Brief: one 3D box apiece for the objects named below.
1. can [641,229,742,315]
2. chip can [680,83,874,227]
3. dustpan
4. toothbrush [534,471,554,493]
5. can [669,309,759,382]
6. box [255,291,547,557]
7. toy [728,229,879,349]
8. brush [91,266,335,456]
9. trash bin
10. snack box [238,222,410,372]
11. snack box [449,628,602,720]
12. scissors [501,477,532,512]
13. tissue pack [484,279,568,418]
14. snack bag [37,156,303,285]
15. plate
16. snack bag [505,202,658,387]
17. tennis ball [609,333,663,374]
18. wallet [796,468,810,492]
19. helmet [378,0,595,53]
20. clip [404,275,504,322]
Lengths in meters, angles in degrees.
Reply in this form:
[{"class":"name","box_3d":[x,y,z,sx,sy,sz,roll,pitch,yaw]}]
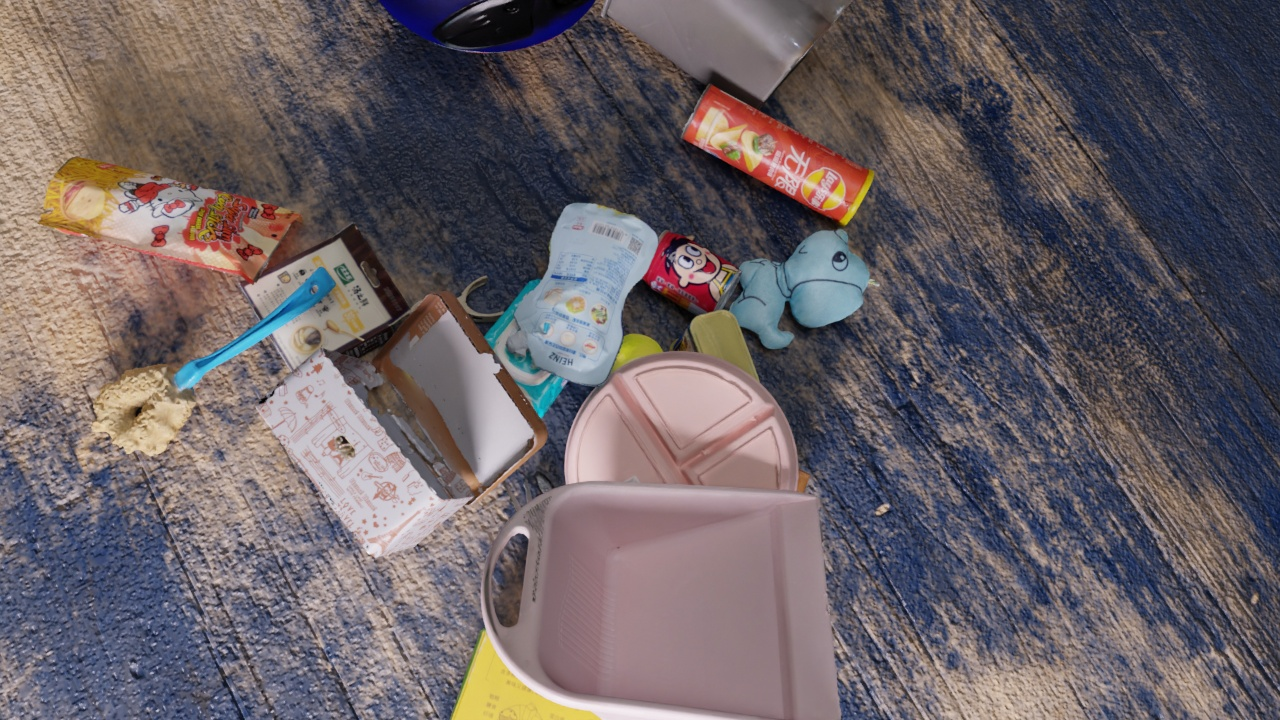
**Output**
[{"class":"can","box_3d":[0.052,-0.091,0.978,0.094,0.067,0.066,31,69,7]},{"class":"chip can","box_3d":[0.156,-0.234,1.045,0.216,0.073,0.073,29,69,-2]},{"class":"dustpan","box_3d":[0.018,0.192,0.760,0.274,0.139,0.222,-15,46,15]},{"class":"toothbrush","box_3d":[-0.052,0.188,0.898,0.014,0.017,0.189,-32,82,-9]},{"class":"can","box_3d":[0.076,0.007,0.945,0.057,0.083,0.102,-16,76,-16]},{"class":"box","box_3d":[-0.198,0.051,0.838,0.187,0.155,0.183,-40,83,1]},{"class":"toy","box_3d":[0.183,-0.081,1.014,0.156,0.050,0.161,14,72,-2]},{"class":"brush","box_3d":[-0.392,-0.003,0.852,0.254,0.046,0.083,-37,72,-7]},{"class":"trash bin","box_3d":[0.109,-0.422,1.041,0.220,0.199,0.198,40,69,-4]},{"class":"snack box","box_3d":[-0.308,-0.054,0.906,0.125,0.053,0.113,-31,80,-19]},{"class":"snack box","box_3d":[-0.068,0.345,0.815,0.210,0.070,0.157,20,69,-4]},{"class":"scissors","box_3d":[-0.094,0.190,0.860,0.012,0.156,0.165,-33,103,22]},{"class":"tissue pack","box_3d":[-0.110,-0.007,0.931,0.093,0.050,0.133,35,69,1]},{"class":"snack bag","box_3d":[-0.451,-0.136,0.890,0.208,0.073,0.128,12,36,-4]},{"class":"plate","box_3d":[0.036,0.105,0.884,0.230,0.028,0.229,0,91,9]},{"class":"snack bag","box_3d":[-0.057,-0.068,0.916,0.110,0.039,0.190,21,65,-2]},{"class":"tennis ball","box_3d":[-0.006,0.005,0.939,0.065,0.066,0.065,3,72,-10]},{"class":"wallet","box_3d":[0.096,0.154,0.910,0.108,0.031,0.132,21,90,-3]},{"class":"helmet","box_3d":[-0.139,-0.452,0.959,0.315,0.240,0.247,-8,72,5]},{"class":"clip","box_3d":[-0.193,-0.051,0.939,0.100,0.035,0.071,-21,76,-22]}]
